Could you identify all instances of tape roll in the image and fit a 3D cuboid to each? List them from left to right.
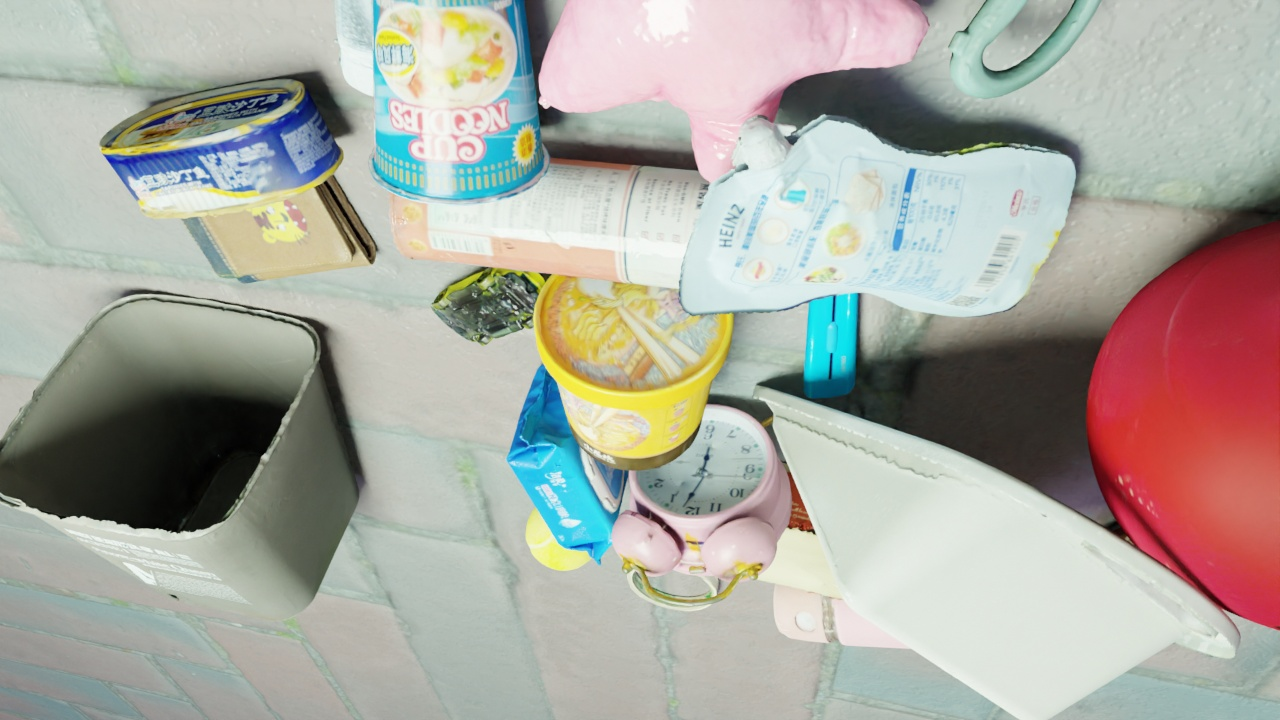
[{"bbox_3d":[0.030,0.207,0.862,0.086,0.013,0.086,10,138,9],"label":"tape roll"}]

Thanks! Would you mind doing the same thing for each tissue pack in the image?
[{"bbox_3d":[-0.047,0.075,0.688,0.052,0.094,0.157,-7,133,18],"label":"tissue pack"}]

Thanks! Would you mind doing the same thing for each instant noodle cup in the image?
[{"bbox_3d":[-0.096,-0.151,0.468,0.099,0.099,0.110,10,130,8],"label":"instant noodle cup"},{"bbox_3d":[-0.003,0.003,0.586,0.118,0.118,0.115,11,146,8],"label":"instant noodle cup"}]

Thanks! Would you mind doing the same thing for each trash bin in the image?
[{"bbox_3d":[-0.349,0.095,0.749,0.199,0.198,0.220,10,144,8],"label":"trash bin"}]

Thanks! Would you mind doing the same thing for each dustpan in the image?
[{"bbox_3d":[0.209,0.094,0.547,0.222,0.257,0.143,35,114,-19],"label":"dustpan"}]

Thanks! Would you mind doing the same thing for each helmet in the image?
[{"bbox_3d":[0.319,0.039,0.460,0.240,0.206,0.144,38,158,-31],"label":"helmet"}]

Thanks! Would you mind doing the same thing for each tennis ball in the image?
[{"bbox_3d":[-0.066,0.149,0.794,0.065,0.065,0.066,10,138,9],"label":"tennis ball"}]

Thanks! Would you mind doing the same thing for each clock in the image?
[{"bbox_3d":[0.042,0.100,0.636,0.117,0.158,0.060,2,139,16],"label":"clock"}]

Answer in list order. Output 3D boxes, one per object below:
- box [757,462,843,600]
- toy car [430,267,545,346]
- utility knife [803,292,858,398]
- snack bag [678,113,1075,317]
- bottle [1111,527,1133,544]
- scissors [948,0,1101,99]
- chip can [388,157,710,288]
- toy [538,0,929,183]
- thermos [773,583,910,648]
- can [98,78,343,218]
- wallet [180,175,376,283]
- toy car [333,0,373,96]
[{"bbox_3d":[0.099,0.134,0.712,0.168,0.077,0.091,11,138,8],"label":"box"},{"bbox_3d":[-0.102,-0.041,0.629,0.048,0.032,0.105,43,144,-26],"label":"toy car"},{"bbox_3d":[0.118,-0.041,0.563,0.034,0.018,0.179,5,136,15],"label":"utility knife"},{"bbox_3d":[0.119,-0.066,0.465,0.191,0.038,0.111,3,136,-17],"label":"snack bag"},{"bbox_3d":[0.357,0.140,0.644,0.057,0.057,0.175,27,137,-11],"label":"bottle"},{"bbox_3d":[0.139,-0.183,0.367,0.170,0.019,0.179,-11,123,4],"label":"scissors"},{"bbox_3d":[-0.033,-0.082,0.531,0.215,0.071,0.071,8,137,11],"label":"chip can"},{"bbox_3d":[0.013,-0.171,0.414,0.179,0.074,0.194,-28,119,26],"label":"toy"},{"bbox_3d":[0.210,0.194,0.755,0.199,0.067,0.087,-3,103,24],"label":"thermos"},{"bbox_3d":[-0.255,-0.128,0.556,0.148,0.074,0.049,-2,132,21],"label":"can"},{"bbox_3d":[-0.249,-0.093,0.626,0.115,0.033,0.090,-5,133,19],"label":"wallet"},{"bbox_3d":[-0.144,-0.181,0.492,0.043,0.034,0.091,14,140,0],"label":"toy car"}]
